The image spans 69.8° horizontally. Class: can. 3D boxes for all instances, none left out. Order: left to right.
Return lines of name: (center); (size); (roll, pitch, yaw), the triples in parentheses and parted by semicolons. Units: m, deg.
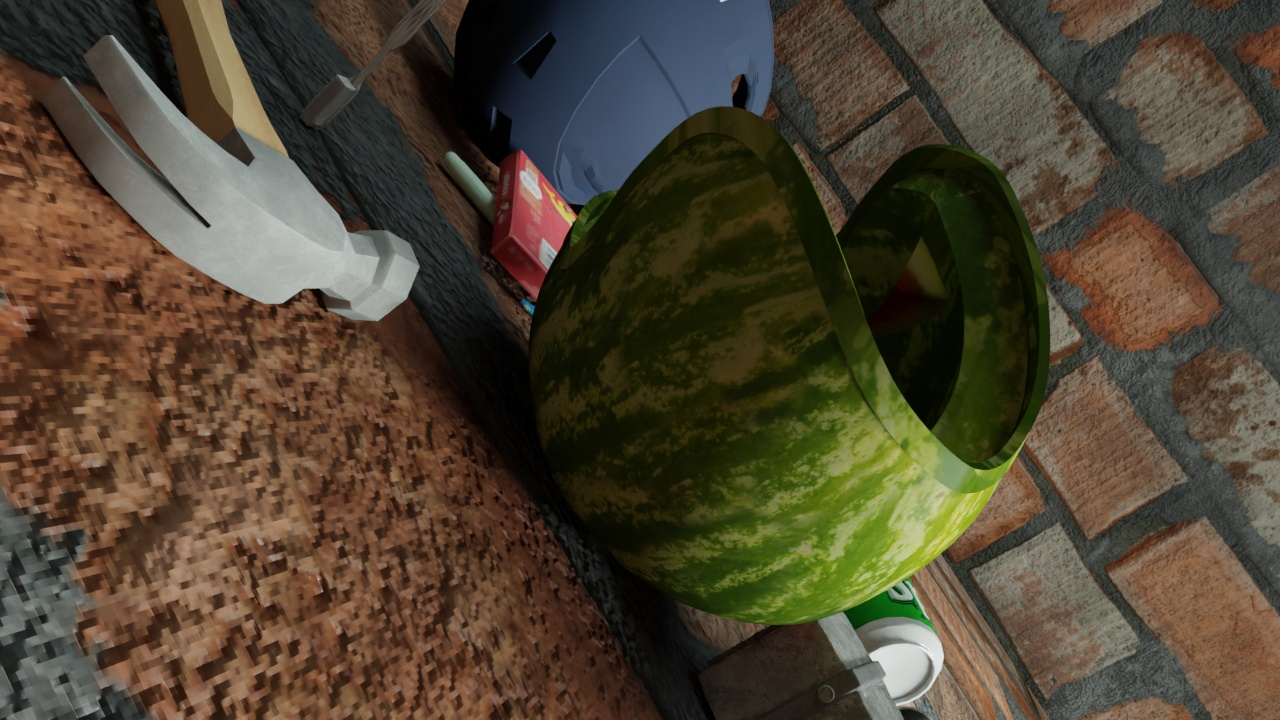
can: (0.198, 0.220, 0.792); (0.088, 0.088, 0.139); (51, 14, -23)

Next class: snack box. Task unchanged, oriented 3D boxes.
snack box: (-0.067, -0.085, 0.646); (0.089, 0.021, 0.132); (48, 20, -31)

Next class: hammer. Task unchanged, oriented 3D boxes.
hammer: (-0.197, -0.162, 0.394); (0.131, 0.039, 0.328); (30, 28, -60)
hammer: (0.153, 0.248, 0.573); (0.177, 0.079, 0.326); (62, 14, 24)

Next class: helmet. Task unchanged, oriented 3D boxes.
helmet: (-0.041, -0.227, 0.756); (0.232, 0.222, 0.273); (49, -22, 19)
helmet: (0.056, 0.008, 0.464); (0.212, 0.248, 0.243); (-6, 83, -40)

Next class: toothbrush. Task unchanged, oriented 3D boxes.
toothbrush: (-0.103, -0.177, 0.447); (0.010, 0.182, 0.010); (52, 16, 7)
toothbrush: (-0.088, -0.088, 0.658); (0.155, 0.015, 0.022); (50, -11, -29)

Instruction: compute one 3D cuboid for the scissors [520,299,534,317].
scissors: (-0.039, 0.002, 0.633); (0.140, 0.011, 0.134); (36, 22, -56)
